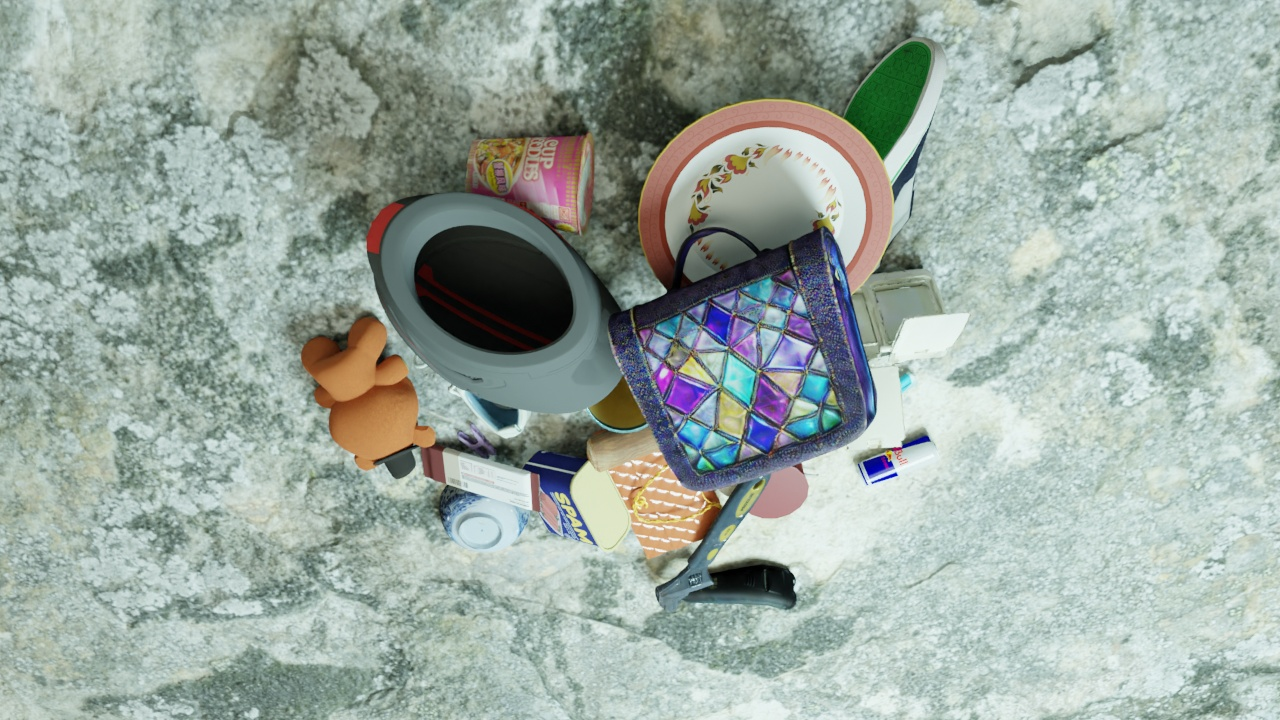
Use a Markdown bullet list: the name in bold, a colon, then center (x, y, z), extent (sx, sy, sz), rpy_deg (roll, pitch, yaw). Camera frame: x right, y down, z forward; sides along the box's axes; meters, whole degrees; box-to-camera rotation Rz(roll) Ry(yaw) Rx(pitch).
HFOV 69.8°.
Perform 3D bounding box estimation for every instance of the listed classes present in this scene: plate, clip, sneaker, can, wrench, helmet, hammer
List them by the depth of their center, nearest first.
- **plate**: center (0.113, -0.130, 0.841), extent (0.230, 0.021, 0.230), rpy_deg (2, 126, 3)
- **helmet**: center (-0.130, -0.047, 0.847), extent (0.264, 0.170, 0.164), rpy_deg (28, 77, -16)
- **sneaker**: center (0.235, -0.185, 0.873), extent (0.079, 0.084, 0.236), rpy_deg (1, 122, -31)
- **sneaker**: center (-0.185, -0.019, 0.951), extent (0.090, 0.090, 0.242), rpy_deg (-24, 118, 14)
- **hammer**: center (0.087, 0.062, 0.999), extent (0.300, 0.037, 0.158), rpy_deg (-17, 121, -6)
- **can**: center (-0.077, 0.159, 1.059), extent (0.092, 0.056, 0.116), rpy_deg (6, 131, 41)
- **clip**: center (-0.188, 0.095, 1.067), extent (0.035, 0.013, 0.052), rpy_deg (-33, 119, 19)
- **can**: center (0.303, 0.120, 1.081), extent (0.095, 0.032, 0.032), rpy_deg (-24, 119, 13)
- **wrench**: center (0.086, 0.216, 1.094), extent (0.073, 0.022, 0.274), rpy_deg (2, 133, -29)

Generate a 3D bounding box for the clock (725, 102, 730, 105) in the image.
- **clock**: center (0.093, -0.159, 0.881), extent (0.121, 0.073, 0.158), rpy_deg (20, 124, -10)

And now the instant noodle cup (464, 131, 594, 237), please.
- **instant noodle cup**: center (-0.103, -0.170, 0.864), extent (0.108, 0.097, 0.098), rpy_deg (6, 122, 4)

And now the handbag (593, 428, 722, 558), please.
- **handbag**: center (0.028, 0.148, 1.079), extent (0.109, 0.060, 0.172), rpy_deg (-21, 120, 7)

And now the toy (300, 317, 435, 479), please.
- **toy**: center (-0.293, 0.047, 0.989), extent (0.112, 0.096, 0.176), rpy_deg (-20, 92, 10)

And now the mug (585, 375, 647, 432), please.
- **mug**: center (-0.006, 0.006, 0.962), extent (0.112, 0.104, 0.084), rpy_deg (-28, 117, 12)

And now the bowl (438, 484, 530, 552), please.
- **bowl**: center (-0.191, 0.193, 1.107), extent (0.114, 0.045, 0.114), rpy_deg (-1, 122, -1)

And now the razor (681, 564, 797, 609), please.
- **razor**: center (0.125, 0.298, 1.182), extent (0.151, 0.053, 0.067), rpy_deg (-6, 141, 9)

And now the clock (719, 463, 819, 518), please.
- **clock**: center (0.145, 0.137, 1.081), extent (0.124, 0.044, 0.087), rpy_deg (30, 116, -18)

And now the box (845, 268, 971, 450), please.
- **box**: center (0.242, -0.020, 0.884), extent (0.143, 0.192, 0.106), rpy_deg (-9, 151, -1)

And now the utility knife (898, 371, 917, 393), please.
- **utility knife**: center (0.246, 0.059, 1.017), extent (0.151, 0.015, 0.022), rpy_deg (-34, 129, -10)

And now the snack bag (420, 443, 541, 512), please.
- **snack bag**: center (-0.185, 0.132, 1.058), extent (0.158, 0.013, 0.057), rpy_deg (13, 125, 20)

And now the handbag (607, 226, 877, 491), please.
- **handbag**: center (0.095, -0.013, 0.821), extent (0.205, 0.125, 0.222), rpy_deg (-21, 86, 19)
